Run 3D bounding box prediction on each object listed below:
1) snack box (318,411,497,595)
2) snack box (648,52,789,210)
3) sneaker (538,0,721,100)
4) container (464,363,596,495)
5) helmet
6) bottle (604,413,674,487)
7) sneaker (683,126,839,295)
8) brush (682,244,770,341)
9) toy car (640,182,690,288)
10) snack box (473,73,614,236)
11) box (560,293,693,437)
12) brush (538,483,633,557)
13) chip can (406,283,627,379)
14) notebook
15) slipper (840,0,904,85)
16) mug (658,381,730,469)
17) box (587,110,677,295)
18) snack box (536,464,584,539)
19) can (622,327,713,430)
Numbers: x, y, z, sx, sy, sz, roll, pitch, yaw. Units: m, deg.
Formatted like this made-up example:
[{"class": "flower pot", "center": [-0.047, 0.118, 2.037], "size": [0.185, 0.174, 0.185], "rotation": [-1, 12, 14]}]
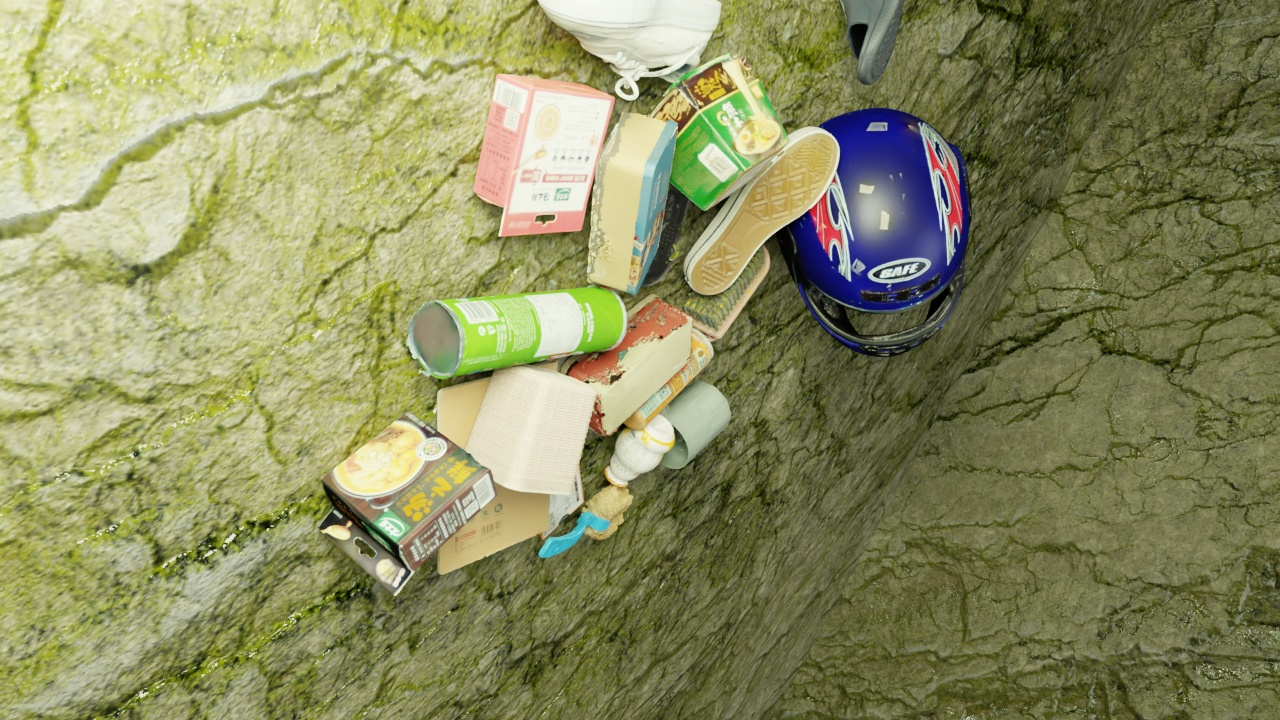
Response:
[{"class": "snack box", "center": [-0.210, 0.122, 0.812], "size": [0.125, 0.113, 0.053], "rotation": [-42, 146, -30]}, {"class": "snack box", "center": [0.073, -0.219, 0.904], "size": [0.117, 0.105, 0.118], "rotation": [-37, 177, -35]}, {"class": "sneaker", "center": [-0.014, -0.279, 0.787], "size": [0.241, 0.089, 0.091], "rotation": [-25, 141, -56]}, {"class": "container", "center": [-0.106, 0.064, 0.905], "size": [0.089, 0.090, 0.111], "rotation": [15, 94, -49]}, {"class": "helmet", "center": [0.301, -0.163, 1.171], "size": [0.240, 0.247, 0.315], "rotation": [15, 63, -82]}, {"class": "bottle", "center": [-0.004, 0.117, 1.188], "size": [0.063, 0.063, 0.109], "rotation": [-11, 144, -55]}, {"class": "sneaker", "center": [0.133, -0.188, 1.099], "size": [0.118, 0.087, 0.241], "rotation": [28, 115, -31]}, {"class": "brush", "center": [0.118, -0.095, 1.191], "size": [0.145, 0.063, 0.073], "rotation": [-53, 147, -16]}, {"class": "toy car", "center": [0.020, -0.153, 0.997], "size": [0.070, 0.042, 0.158], "rotation": [-21, 133, -49]}, {"class": "snack box", "center": [-0.086, -0.178, 0.801], "size": [0.113, 0.044, 0.127], "rotation": [-15, 128, -54]}, {"class": "box", "center": [-0.006, 0.006, 1.067], "size": [0.167, 0.080, 0.091], "rotation": [-41, 147, -32]}, {"class": "brush", "center": [-0.069, 0.206, 1.144], "size": [0.083, 0.046, 0.254], "rotation": [-57, 168, 11]}, {"class": "chip can", "center": [-0.109, -0.031, 0.874], "size": [0.235, 0.072, 0.072], "rotation": [-12, 126, -54]}, {"class": "notebook", "center": [-0.148, 0.110, 0.956], "size": [0.147, 0.008, 0.208], "rotation": [-16, 119, -43]}, {"class": "slipper", "center": [0.282, -0.453, 1.112], "size": [0.111, 0.083, 0.267], "rotation": [60, 47, -67]}, {"class": "mug", "center": [0.058, 0.068, 1.243], "size": [0.103, 0.084, 0.124], "rotation": [-35, 119, -39]}, {"class": "box", "center": [-0.009, -0.153, 0.884], "size": [0.185, 0.059, 0.089], "rotation": [102, 8, -52]}, {"class": "snack box", "center": [-0.106, 0.142, 1.092], "size": [0.075, 0.026, 0.154], "rotation": [-41, 147, -31]}, {"class": "can", "center": [0.027, 0.022, 1.157], "size": [0.145, 0.058, 0.058], "rotation": [-43, 148, -27]}]
